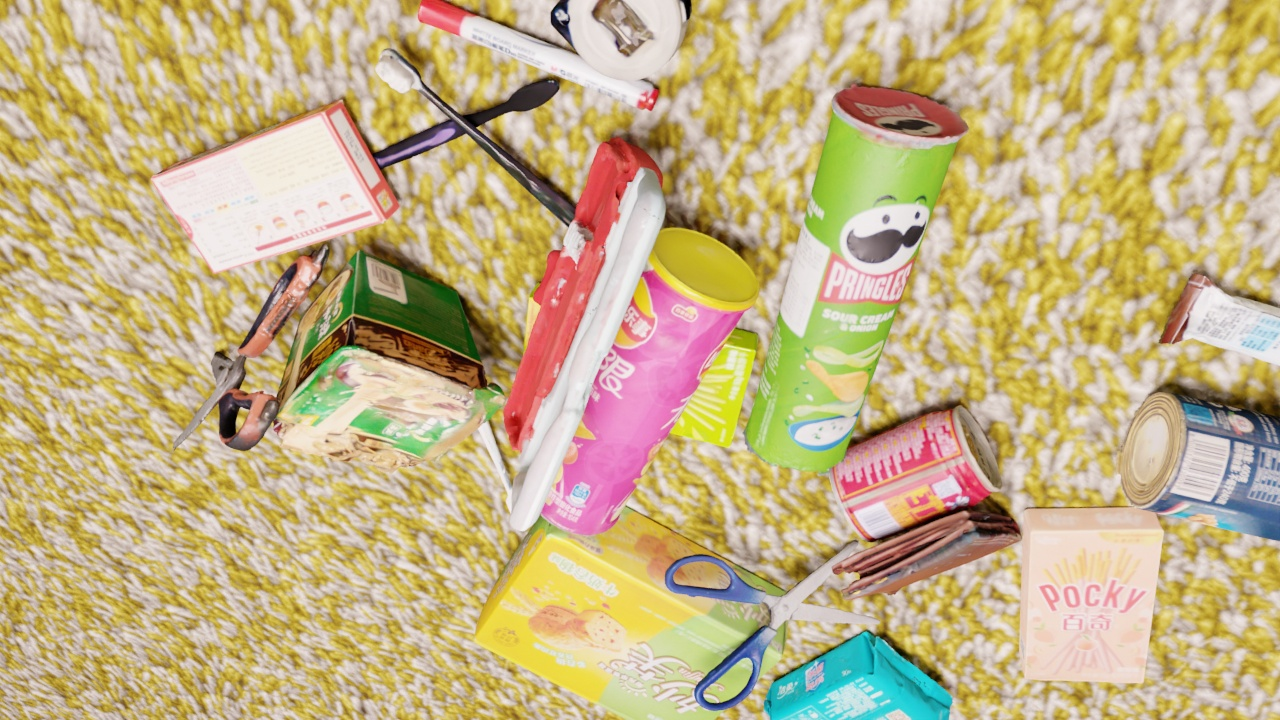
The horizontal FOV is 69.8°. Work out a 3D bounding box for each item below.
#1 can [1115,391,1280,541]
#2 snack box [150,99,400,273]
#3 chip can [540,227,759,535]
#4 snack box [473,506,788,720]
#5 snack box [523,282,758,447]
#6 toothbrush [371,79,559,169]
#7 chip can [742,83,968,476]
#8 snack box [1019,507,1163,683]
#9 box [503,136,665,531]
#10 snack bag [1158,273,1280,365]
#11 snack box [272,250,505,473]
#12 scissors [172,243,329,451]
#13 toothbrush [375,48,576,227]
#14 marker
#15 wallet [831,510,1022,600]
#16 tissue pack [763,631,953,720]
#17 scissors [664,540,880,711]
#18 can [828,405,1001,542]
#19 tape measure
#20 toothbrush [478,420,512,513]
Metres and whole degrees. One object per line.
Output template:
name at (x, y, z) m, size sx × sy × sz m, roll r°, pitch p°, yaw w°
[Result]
can at (0.362, 0.066, 0.557) m, size 0.111 × 0.075 × 0.075 m, roll 13°, pitch 125°, yaw 5°
snack box at (-0.244, -0.111, 0.609) m, size 0.156 × 0.026 × 0.077 m, roll -11°, pitch 120°, yaw 24°
chip can at (-0.004, 0.021, 0.584) m, size 0.071 × 0.071 × 0.211 m, roll 26°, pitch 124°, yaw -4°
snack box at (-0.009, 0.209, 0.747) m, size 0.210 × 0.069 × 0.158 m, roll 30°, pitch 124°, yaw -6°
snack box at (-0.004, 0.004, 0.634) m, size 0.156 × 0.026 × 0.086 m, roll 14°, pitch 125°, yaw 4°
toothbrush at (-0.130, -0.141, 0.578) m, size 0.189 × 0.016 × 0.014 m, roll -14°, pitch 116°, yaw 25°
chip can at (0.119, -0.038, 0.549) m, size 0.072 × 0.072 × 0.237 m, roll 13°, pitch 126°, yaw 4°
snack box at (0.324, 0.174, 0.669) m, size 0.084 × 0.026 × 0.157 m, roll -3°, pitch 123°, yaw 16°
box at (-0.033, -0.019, 0.525) m, size 0.039 × 0.158 × 0.201 m, roll 16°, pitch 111°, yaw -19°
snack bag at (0.359, -0.018, 0.531) m, size 0.104 × 0.026 × 0.048 m, roll 14°, pitch 119°, yaw 5°
snack box at (-0.172, -0.003, 0.609) m, size 0.118 × 0.105 × 0.118 m, roll 23°, pitch 132°, yaw -40°
scissors at (-0.274, 0.011, 0.628) m, size 0.015 × 0.188 × 0.226 m, roll 29°, pitch 117°, yaw -33°
toothbrush at (-0.085, -0.123, 0.562) m, size 0.181 × 0.018 × 0.016 m, roll 38°, pitch 129°, yaw -24°
marker at (-0.058, -0.177, 0.531) m, size 0.145 × 0.017 × 0.017 m, roll 21°, pitch 126°, yaw -1°
wallet at (0.200, 0.132, 0.630) m, size 0.101 × 0.032 × 0.124 m, roll -31°, pitch 156°, yaw 26°
tissue pack at (0.180, 0.287, 0.765) m, size 0.093 × 0.050 × 0.134 m, roll 42°, pitch 122°, yaw -13°
scissors at (0.092, 0.188, 0.682) m, size 0.174 × 0.012 × 0.162 m, roll 31°, pitch 81°, yaw -7°
can at (0.183, 0.075, 0.612) m, size 0.094 × 0.066 × 0.066 m, roll -29°, pitch 113°, yaw 28°
tape measure at (-0.006, -0.189, 0.500) m, size 0.066 × 0.033 × 0.066 m, roll 42°, pitch 124°, yaw -14°
toothbrush at (-0.118, 0.049, 0.701) m, size 0.016 × 0.016 × 0.180 m, roll -9°, pitch 118°, yaw 16°
